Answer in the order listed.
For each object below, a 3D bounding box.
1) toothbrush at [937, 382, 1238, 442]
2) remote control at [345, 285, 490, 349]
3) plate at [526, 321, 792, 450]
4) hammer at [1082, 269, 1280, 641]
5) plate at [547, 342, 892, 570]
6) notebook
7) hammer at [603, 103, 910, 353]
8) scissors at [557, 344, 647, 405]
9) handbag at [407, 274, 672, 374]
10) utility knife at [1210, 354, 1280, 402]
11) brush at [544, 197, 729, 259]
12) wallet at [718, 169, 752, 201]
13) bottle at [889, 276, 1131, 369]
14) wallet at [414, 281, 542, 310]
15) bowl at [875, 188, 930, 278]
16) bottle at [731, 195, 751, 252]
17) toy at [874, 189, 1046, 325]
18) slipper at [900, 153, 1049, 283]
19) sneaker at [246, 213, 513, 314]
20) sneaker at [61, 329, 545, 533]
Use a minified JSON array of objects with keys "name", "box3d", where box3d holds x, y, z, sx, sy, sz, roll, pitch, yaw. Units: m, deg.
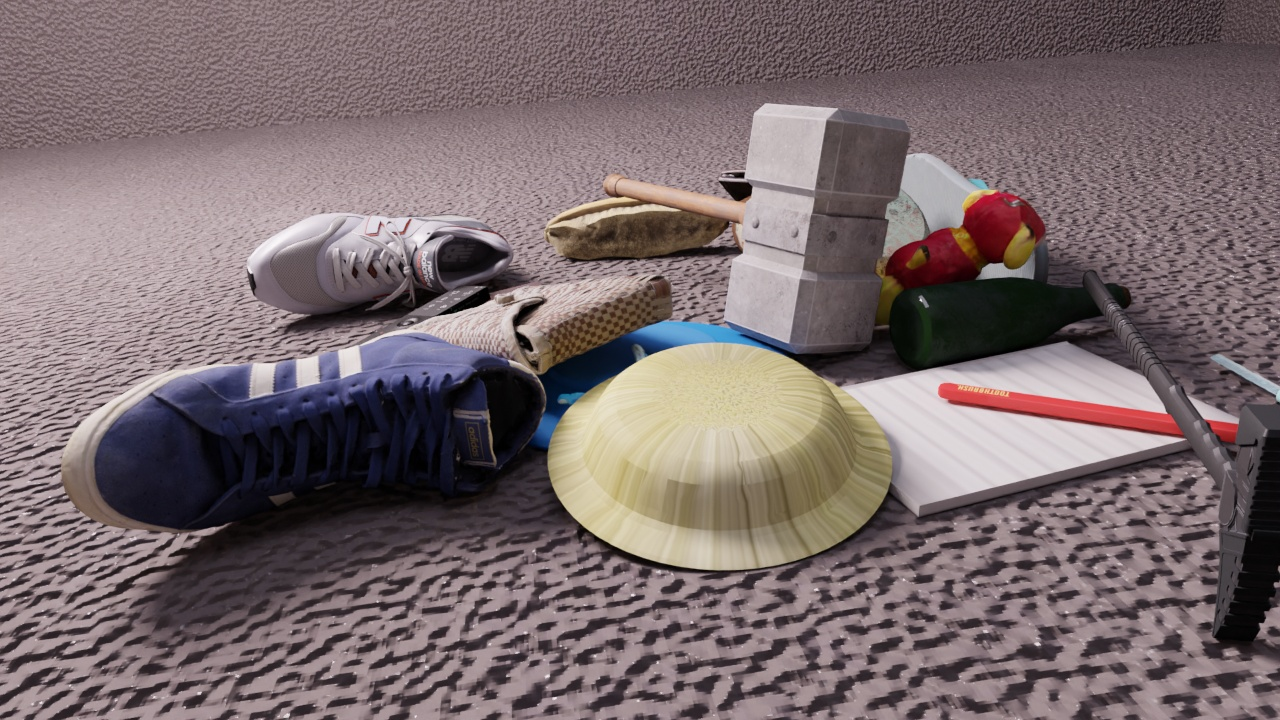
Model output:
[{"name":"toothbrush","box3d":[0.274,0.027,0.506,0.213,0.018,0.012,9,26,28]},{"name":"remote control","box3d":[-0.182,-0.027,0.738,0.034,0.013,0.149,4,29,36]},{"name":"plate","box3d":[-0.004,0.004,0.635,0.224,0.024,0.224,-4,22,1]},{"name":"hammer","box3d":[0.264,0.010,0.474,0.015,0.095,0.324,1,22,15]},{"name":"plate","box3d":[0.041,0.032,0.491,0.184,0.036,0.184,-2,33,1]},{"name":"notebook","box3d":[0.215,0.032,0.543,0.209,0.009,0.142,-11,23,-15]},{"name":"hammer","box3d":[0.058,-0.125,0.744,0.082,0.163,0.318,-3,17,-35]},{"name":"scissors","box3d":[0.020,0.028,0.548,0.139,0.011,0.134,-7,35,-9]},{"name":"handbag","box3d":[-0.079,-0.028,0.638,0.123,0.047,0.186,-24,15,-36]},{"name":"utility knife","box3d":[0.378,0.025,0.516,0.022,0.015,0.166,-5,24,-4]},{"name":"brush","box3d":[-0.005,-0.137,0.947,0.195,0.059,0.043,-4,30,7]},{"name":"wallet","box3d":[0.150,-0.162,0.946,0.120,0.031,0.099,13,-17,40]},{"name":"bottle","box3d":[0.263,-0.033,0.637,0.174,0.055,0.055,-8,22,-14]},{"name":"wallet","box3d":[-0.134,-0.037,0.781,0.115,0.018,0.091,-12,23,-9]},{"name":"bowl","box3d":[0.178,-0.112,0.765,0.157,0.039,0.157,7,50,-9]},{"name":"bottle","box3d":[0.126,-0.126,0.880,0.067,0.068,0.157,-8,22,-10]},{"name":"toy","box3d":[0.222,-0.072,0.670,0.138,0.067,0.105,-36,-21,29]},{"name":"slipper","box3d":[0.286,-0.123,0.801,0.054,0.098,0.268,-9,23,-8]},{"name":"sneaker","box3d":[-0.218,-0.092,0.830,0.239,0.089,0.124,-18,22,-38]},{"name":"sneaker","box3d":[-0.153,0.045,0.486,0.118,0.091,0.232,14,20,33]}]
